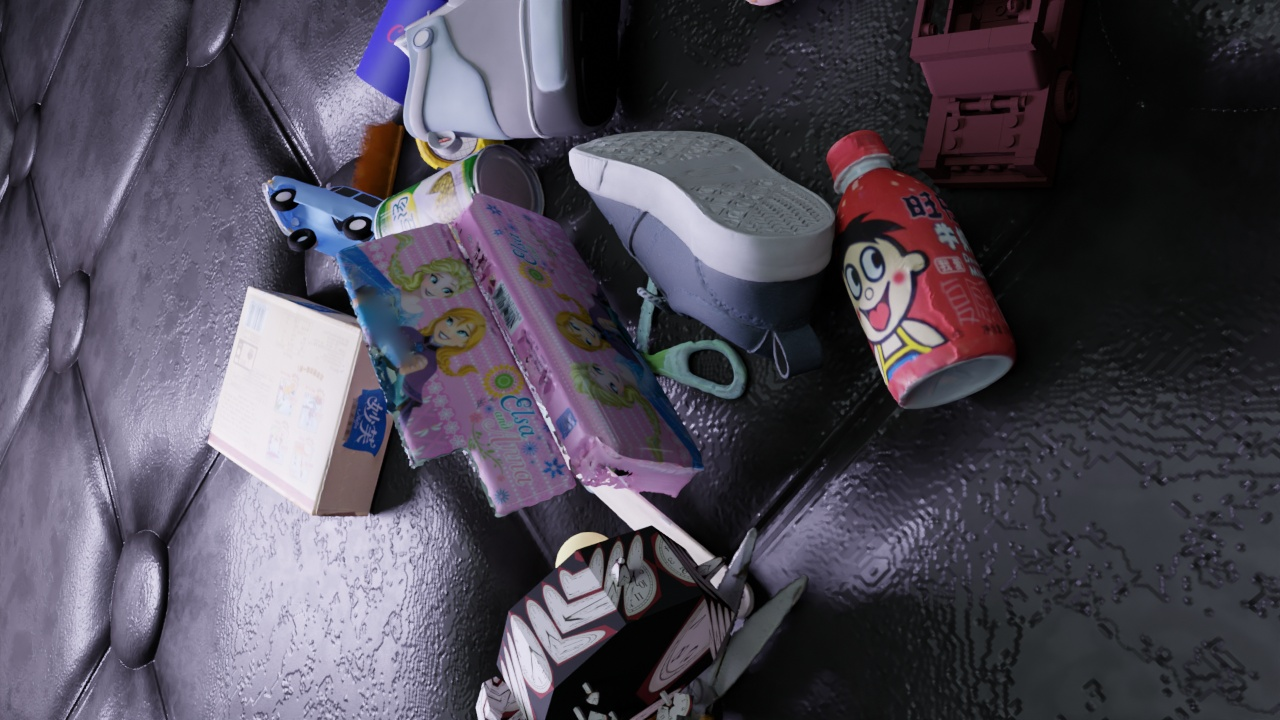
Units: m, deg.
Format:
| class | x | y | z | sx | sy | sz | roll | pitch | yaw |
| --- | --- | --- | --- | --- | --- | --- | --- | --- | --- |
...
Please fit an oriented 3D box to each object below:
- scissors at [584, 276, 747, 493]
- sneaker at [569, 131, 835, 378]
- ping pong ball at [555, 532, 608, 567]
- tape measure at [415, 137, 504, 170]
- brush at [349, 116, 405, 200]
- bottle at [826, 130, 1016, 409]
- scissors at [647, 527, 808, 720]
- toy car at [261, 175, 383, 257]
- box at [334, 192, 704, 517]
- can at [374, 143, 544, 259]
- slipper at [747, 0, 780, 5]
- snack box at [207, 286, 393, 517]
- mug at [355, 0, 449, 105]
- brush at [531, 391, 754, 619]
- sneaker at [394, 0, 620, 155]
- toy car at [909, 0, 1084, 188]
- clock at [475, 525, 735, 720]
| class | x | y | z | sx | sy | sz | roll | pitch | yaw |
| --- | --- | --- | --- | --- | --- | --- | --- | --- | --- |
| scissors | -0.003 | 0.003 | 0.580 | 0.173 | 0.021 | 0.171 | 16 | 94 | 46 |
| sneaker | 0.030 | -0.071 | 0.521 | 0.235 | 0.089 | 0.087 | -132 | 34 | -53 |
| ping pong ball | -0.031 | 0.125 | 0.559 | 0.040 | 0.040 | 0.040 | -10 | 74 | 39 |
| tape measure | -0.138 | -0.175 | 0.702 | 0.066 | 0.037 | 0.064 | -19 | 106 | 21 |
| brush | -0.239 | -0.147 | 0.810 | 0.048 | 0.017 | 0.126 | 8 | 86 | 42 |
| bottle | 0.127 | -0.049 | 0.444 | 0.062 | 0.062 | 0.137 | -33 | 61 | 31 |
| scissors | 0.015 | 0.193 | 0.518 | 0.175 | 0.016 | 0.225 | 19 | 95 | 42 |
| toy car | -0.247 | -0.113 | 0.763 | 0.153 | 0.056 | 0.054 | 22 | 53 | 24 |
| box | -0.074 | -0.014 | 0.537 | 0.230 | 0.160 | 0.062 | 59 | 141 | 36 |
| can | -0.136 | -0.108 | 0.680 | 0.121 | 0.067 | 0.067 | -15 | 71 | 37 |
| slipper | 0.111 | -0.275 | 0.477 | 0.198 | 0.081 | 0.093 | -37 | 27 | 34 |
| snack box | -0.289 | 0.030 | 0.792 | 0.208 | 0.055 | 0.153 | 17 | 92 | 41 |
| mug | -0.175 | -0.254 | 0.746 | 0.084 | 0.079 | 0.111 | -59 | 22 | 15 |
| brush | -0.014 | 0.082 | 0.559 | 0.218 | 0.012 | 0.033 | 37 | 108 | 32 |
| sneaker | -0.094 | -0.270 | 0.634 | 0.161 | 0.093 | 0.256 | -4 | 78 | 20 |
| toy car | 0.171 | -0.171 | 0.430 | 0.070 | 0.061 | 0.169 | 9 | 87 | 41 |
| clock | -0.018 | 0.162 | 0.467 | 0.065 | 0.114 | 0.155 | 49 | 115 | 37 |
